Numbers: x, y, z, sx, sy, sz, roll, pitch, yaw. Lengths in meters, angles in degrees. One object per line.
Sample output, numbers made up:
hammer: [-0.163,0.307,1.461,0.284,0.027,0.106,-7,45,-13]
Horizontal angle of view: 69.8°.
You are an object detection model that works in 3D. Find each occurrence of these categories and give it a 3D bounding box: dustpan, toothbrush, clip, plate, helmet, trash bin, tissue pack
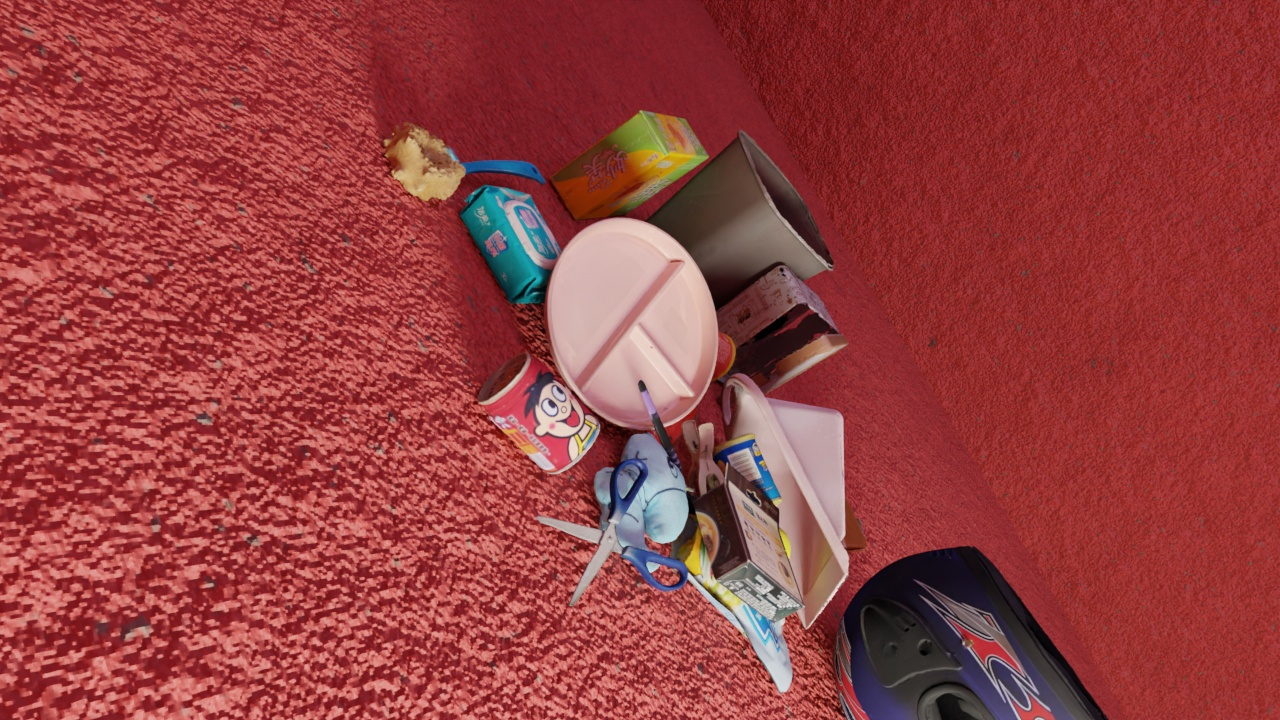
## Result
dustpan: [0.153,0.156,1.077,0.223,0.139,0.272,94,4,-57]
toothbrush: [0.033,0.098,0.976,0.014,0.017,0.189,-42,124,-32]
clip: [0.072,0.116,1.029,0.070,0.034,0.100,178,-97,-68]
plate: [-0.008,-0.039,0.983,0.229,0.028,0.229,8,77,-37]
helmet: [0.350,0.372,1.022,0.247,0.241,0.315,40,16,-35]
trash bin: [0.132,-0.177,1.357,0.198,0.220,0.198,33,32,-43]
tissue pack: [-0.126,-0.118,0.971,0.133,0.050,0.093,60,23,7]

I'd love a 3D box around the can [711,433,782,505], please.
can: [0.117,0.142,1.067,0.102,0.057,0.083,105,-36,-67]

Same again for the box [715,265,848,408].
box: [0.191,-0.007,1.306,0.146,0.181,0.148,32,30,-45]

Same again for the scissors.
scissors: [-0.020,0.154,0.814,0.175,0.012,0.162,32,48,-28]

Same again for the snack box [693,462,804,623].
snack box: [0.112,0.188,0.947,0.113,0.053,0.125,43,20,-36]

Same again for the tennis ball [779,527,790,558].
tennis ball: [0.138,0.214,1.045,0.065,0.066,0.065,44,25,-28]

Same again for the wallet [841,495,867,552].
wallet: [0.293,0.228,1.391,0.107,0.031,0.131,14,48,-55]

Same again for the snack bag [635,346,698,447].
snack bag: [-0.006,0.006,1.041,0.208,0.073,0.128,60,28,-12]

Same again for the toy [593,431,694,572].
toy: [0.006,0.135,0.905,0.156,0.050,0.161,26,42,-48]

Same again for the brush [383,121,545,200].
brush: [-0.177,-0.207,0.980,0.083,0.046,0.254,57,28,10]

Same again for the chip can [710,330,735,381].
chip can: [0.037,-0.043,1.177,0.216,0.073,0.073,32,33,-46]

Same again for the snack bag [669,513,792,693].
snack bag: [0.101,0.250,0.962,0.191,0.039,0.110,50,12,-17]

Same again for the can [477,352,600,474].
can: [-0.089,0.046,0.804,0.094,0.067,0.066,47,24,-21]

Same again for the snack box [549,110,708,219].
snack box: [-0.010,-0.267,1.266,0.070,0.158,0.209,59,22,1]
